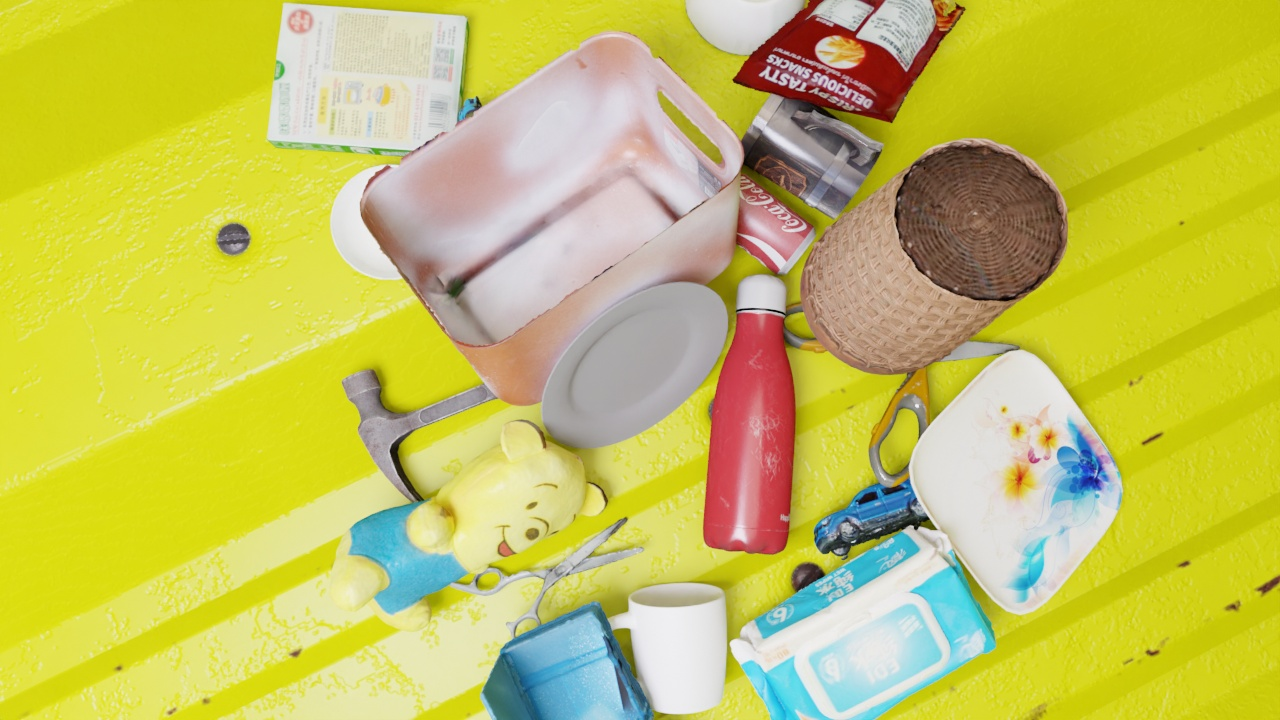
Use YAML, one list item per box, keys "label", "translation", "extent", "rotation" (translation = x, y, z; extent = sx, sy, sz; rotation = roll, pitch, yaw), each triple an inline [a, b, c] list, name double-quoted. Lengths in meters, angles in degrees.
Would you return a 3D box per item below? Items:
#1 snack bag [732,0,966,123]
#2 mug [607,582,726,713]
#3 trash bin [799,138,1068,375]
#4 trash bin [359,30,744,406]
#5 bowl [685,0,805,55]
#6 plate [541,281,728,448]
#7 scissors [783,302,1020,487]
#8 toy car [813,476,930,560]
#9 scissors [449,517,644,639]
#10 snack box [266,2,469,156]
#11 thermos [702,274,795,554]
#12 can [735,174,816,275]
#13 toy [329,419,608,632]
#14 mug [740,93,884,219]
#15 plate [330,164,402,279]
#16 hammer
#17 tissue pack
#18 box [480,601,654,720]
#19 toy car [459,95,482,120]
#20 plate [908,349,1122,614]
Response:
- label: "snack bag"
  translation: [0.191, -0.282, 0.796]
  extent: [0.139, 0.067, 0.207]
  rotation: [28, 56, 18]
- label: "mug"
  translation: [0.017, 0.240, 0.762]
  extent: [0.114, 0.081, 0.087]
  rotation: [-3, 90, -19]
- label: "trash bin"
  translation: [0.219, -0.080, 0.717]
  extent: [0.151, 0.210, 0.151]
  rotation: [0, 78, -2]
- label: "trash bin"
  translation: [-0.062, -0.104, 0.741]
  extent: [0.259, 0.157, 0.181]
  rotation: [-36, 68, -10]
- label: "bowl"
  translation: [0.100, -0.347, 0.839]
  extent: [0.116, 0.066, 0.116]
  rotation: [0, 84, -2]
- label: "plate"
  translation: [-0.004, 0.004, 0.754]
  extent: [0.178, 0.178, 0.012]
  rotation: [-35, 57, -5]
- label: "scissors"
  translation: [0.222, -0.004, 0.820]
  extent: [0.229, 0.016, 0.224]
  rotation: [24, 72, 7]
- label: "toy car"
  translation: [0.206, 0.134, 0.800]
  extent: [0.120, 0.056, 0.043]
  rotation: [-18, 63, -9]
- label: "scissors"
  translation: [-0.082, 0.179, 0.796]
  extent: [0.147, 0.014, 0.141]
  rotation: [18, 56, 25]
- label: "snack box"
  translation: [-0.246, -0.254, 0.836]
  extent: [0.168, 0.027, 0.132]
  rotation: [4, 83, -1]
- label: "thermos"
  translation: [0.098, 0.044, 0.793]
  extent: [0.073, 0.073, 0.239]
  rotation: [5, 83, -2]
- label: "can"
  translation: [0.105, -0.124, 0.821]
  extent: [0.096, 0.054, 0.054]
  rotation: [38, 84, 2]
- label: "toy"
  translation: [-0.140, 0.130, 0.744]
  extent: [0.213, 0.149, 0.084]
  rotation: [-33, 64, -10]
- label: "mug"
  translation: [0.150, -0.189, 0.799]
  extent: [0.107, 0.116, 0.080]
  rotation: [33, 80, 0]
- label: "plate"
  translation: [-0.222, -0.122, 0.823]
  extent: [0.104, 0.026, 0.104]
  rotation: [0, 83, -3]
- label: "hammer"
  translation: [-0.090, 0.023, 0.809]
  extent: [0.314, 0.035, 0.137]
  rotation: [-22, 85, -5]
- label: "tissue pack"
  translation: [0.183, 0.234, 0.765]
  extent: [0.209, 0.066, 0.117]
  rotation: [-30, 101, 3]
- label: "box"
  translation: [-0.028, 0.315, 0.686]
  extent: [0.094, 0.112, 0.231]
  rotation: [-25, 91, 6]
- label: "toy car"
  translation: [-0.149, -0.183, 0.822]
  extent: [0.032, 0.048, 0.105]
  rotation: [-6, 86, 1]
- label: "plate"
  translation: [0.325, 0.103, 0.796]
  extent: [0.186, 0.016, 0.187]
  rotation: [-40, 97, -20]
